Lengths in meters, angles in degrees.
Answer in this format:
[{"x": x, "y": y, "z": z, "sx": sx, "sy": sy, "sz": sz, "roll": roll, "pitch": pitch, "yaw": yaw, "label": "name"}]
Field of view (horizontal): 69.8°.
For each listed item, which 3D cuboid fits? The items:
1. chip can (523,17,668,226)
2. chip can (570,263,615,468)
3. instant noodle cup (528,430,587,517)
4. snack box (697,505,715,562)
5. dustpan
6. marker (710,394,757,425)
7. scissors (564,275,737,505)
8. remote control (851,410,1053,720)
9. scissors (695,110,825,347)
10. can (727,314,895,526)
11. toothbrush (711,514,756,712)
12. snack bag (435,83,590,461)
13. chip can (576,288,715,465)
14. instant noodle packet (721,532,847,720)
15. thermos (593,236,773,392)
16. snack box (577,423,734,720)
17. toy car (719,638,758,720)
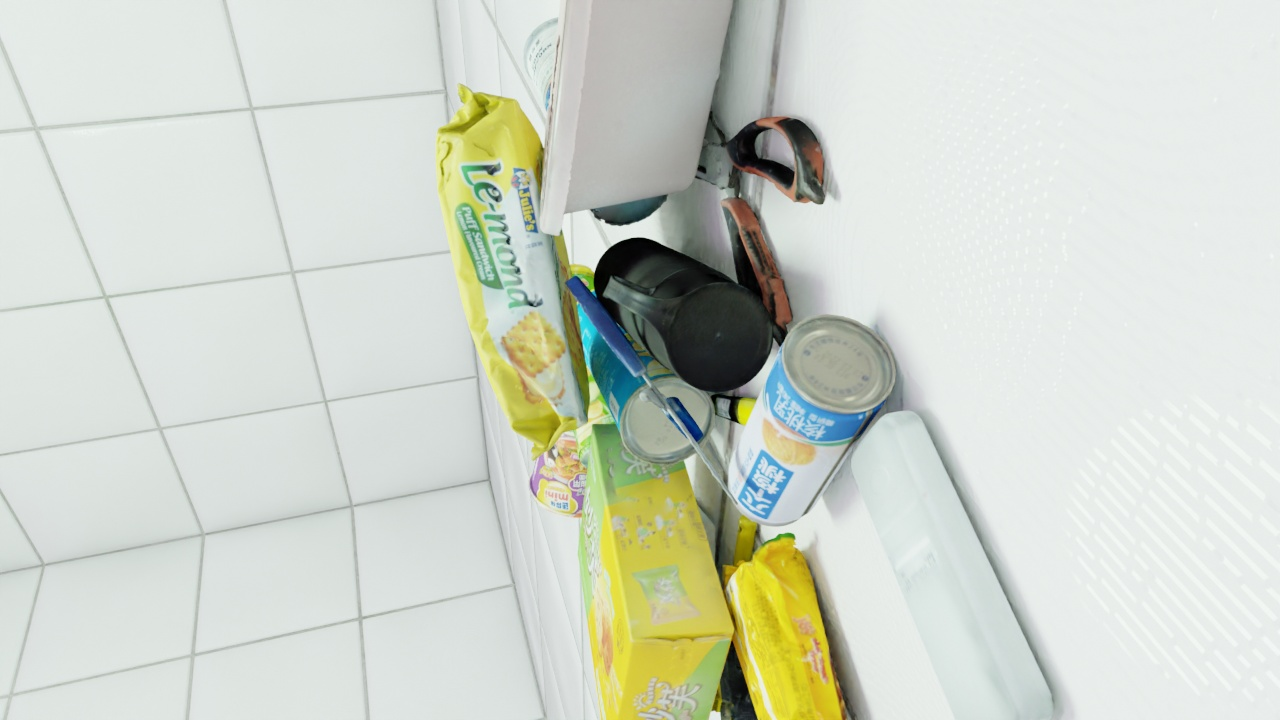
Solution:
[{"x": -0.039, "y": -0.201, "z": 0.755, "sx": 0.071, "sy": 0.071, "sz": 0.214, "roll": 95, "pitch": 159, "yaw": -46, "label": "chip can"}, {"x": -0.052, "y": 0.007, "z": 0.942, "sx": 0.073, "sy": 0.072, "sz": 0.221, "roll": 102, "pitch": 155, "yaw": -56, "label": "chip can"}, {"x": -0.066, "y": 0.101, "z": 1.014, "sx": 0.111, "sy": 0.111, "sz": 0.099, "roll": -121, "pitch": 34, "yaw": -56, "label": "instant noodle cup"}, {"x": 0.036, "y": 0.197, "z": 0.760, "sx": 0.085, "sy": 0.027, "sz": 0.157, "roll": -141, "pitch": 51, "yaw": -74, "label": "snack box"}, {"x": -0.047, "y": -0.205, "z": 0.548, "sx": 0.273, "sy": 0.138, "sz": 0.223, "roll": 46, "pitch": 138, "yaw": 42, "label": "dustpan"}, {"x": 0.066, "y": 0.033, "z": 0.611, "sx": 0.124, "sy": 0.015, "sz": 0.018, "roll": -176, "pitch": 78, "yaw": -79, "label": "marker"}, {"x": 0.006, "y": 0.014, "z": 0.522, "sx": 0.162, "sy": 0.012, "sz": 0.173, "roll": 53, "pitch": -177, "yaw": 9, "label": "scissors"}, {"x": 0.127, "y": 0.089, "z": 0.388, "sx": 0.056, "sy": 0.020, "sz": 0.135, "roll": 102, "pitch": 154, "yaw": -58, "label": "remote control"}, {"x": 0.058, "y": -0.105, "z": 0.545, "sx": 0.189, "sy": 0.015, "sz": 0.226, "roll": 119, "pitch": 139, "yaw": -69, "label": "scissors"}, {"x": 0.081, "y": 0.036, "z": 0.467, "sx": 0.135, "sy": 0.053, "sz": 0.053, "roll": 102, "pitch": 155, "yaw": -56, "label": "can"}, {"x": 0.063, "y": 0.192, "z": 0.677, "sx": 0.015, "sy": 0.016, "sz": 0.190, "roll": -124, "pitch": 34, "yaw": -55, "label": "toothbrush"}, {"x": -0.087, "y": -0.057, "z": 0.661, "sx": 0.158, "sy": 0.068, "sz": 0.246, "roll": -25, "pitch": -76, "yaw": -89, "label": "snack bag"}, {"x": -0.004, "y": 0.004, "z": 0.732, "sx": 0.210, "sy": 0.071, "sz": 0.071, "roll": -123, "pitch": 27, "yaw": -64, "label": "chip can"}, {"x": 0.087, "y": 0.177, "z": 0.564, "sx": 0.111, "sy": 0.044, "sz": 0.128, "roll": 113, "pitch": 145, "yaw": -63, "label": "instant noodle packet"}, {"x": 0.010, "y": -0.043, "z": 0.589, "sx": 0.068, "sy": 0.090, "sz": 0.242, "roll": -61, "pitch": 14, "yaw": 5, "label": "thermos"}, {"x": 0.001, "y": 0.170, "z": 0.686, "sx": 0.209, "sy": 0.070, "sz": 0.158, "roll": -106, "pitch": 19, "yaw": -52, "label": "snack box"}, {"x": 0.075, "y": 0.218, "z": 0.644, "sx": 0.034, "sy": 0.043, "sz": 0.090, "roll": 0, "pitch": -97, "yaw": -76, "label": "toy car"}]
